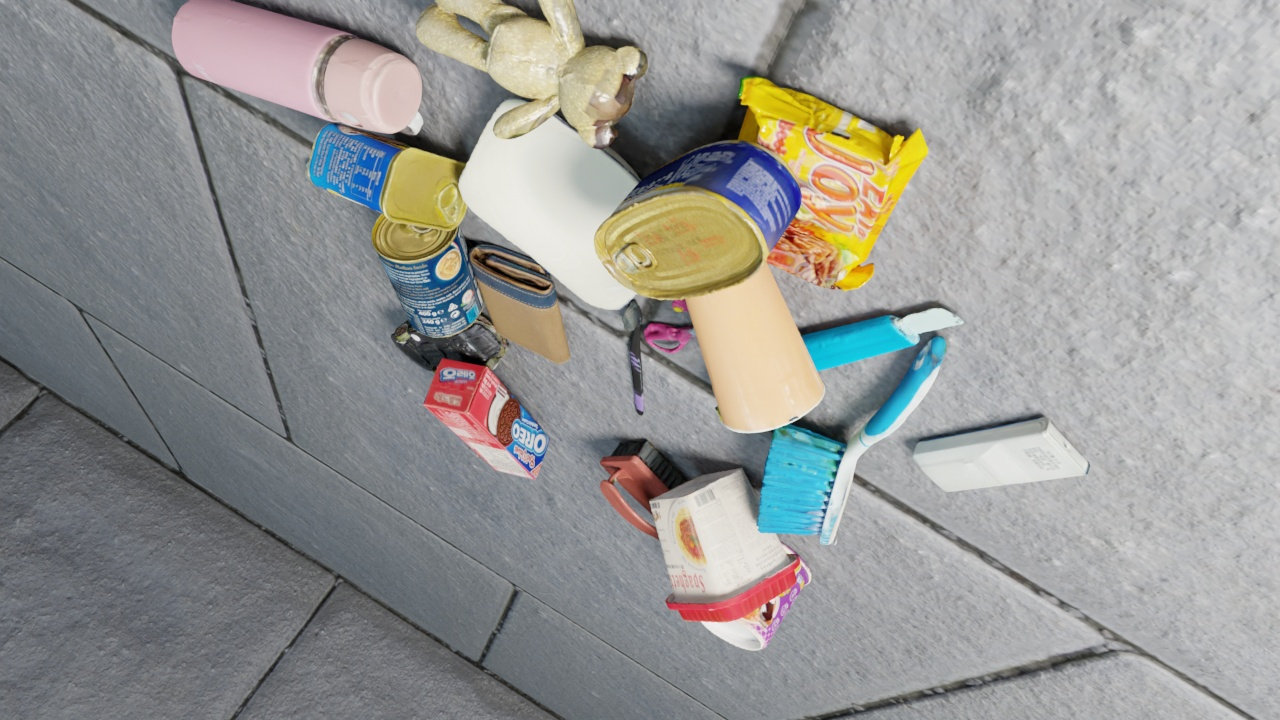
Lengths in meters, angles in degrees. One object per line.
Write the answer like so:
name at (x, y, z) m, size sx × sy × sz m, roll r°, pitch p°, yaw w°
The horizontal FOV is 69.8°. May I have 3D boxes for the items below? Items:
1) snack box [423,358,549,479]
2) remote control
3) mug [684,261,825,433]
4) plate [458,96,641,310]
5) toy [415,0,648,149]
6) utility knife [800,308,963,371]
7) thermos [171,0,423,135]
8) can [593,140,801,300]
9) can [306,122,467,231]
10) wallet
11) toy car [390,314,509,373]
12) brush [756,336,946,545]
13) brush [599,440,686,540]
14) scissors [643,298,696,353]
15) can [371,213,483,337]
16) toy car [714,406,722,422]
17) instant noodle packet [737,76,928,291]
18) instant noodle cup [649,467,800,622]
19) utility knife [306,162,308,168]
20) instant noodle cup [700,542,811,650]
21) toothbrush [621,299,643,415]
snack box at (-0.162, 0.069, 0.999) m, size 0.058 × 0.057 × 0.207 m, roll 10°, pitch 157°, yaw 19°
remote control at (0.258, 0.072, 0.670) m, size 0.049 × 0.024 × 0.125 m, roll 41°, pitch 149°, yaw -15°
mug at (0.074, -0.021, 0.646) m, size 0.078 × 0.078 × 0.123 m, roll -1°, pitch 119°, yaw 46°
plate at (-0.048, -0.117, 0.675) m, size 0.163 × 0.034 × 0.165 m, roll 39°, pitch 151°, yaw -10°
toy at (-0.072, -0.191, 0.571) m, size 0.157 × 0.066 × 0.105 m, roll 31°, pitch 109°, yaw 12°
utility knife at (0.149, -0.012, 0.655) m, size 0.034 × 0.018 × 0.183 m, roll 47°, pitch 148°, yaw -18°
thermos at (-0.256, -0.220, 0.702) m, size 0.199 × 0.067 × 0.087 m, roll 20°, pitch 170°, yaw 19°
can at (0.031, -0.082, 0.554) m, size 0.074 × 0.049 × 0.148 m, roll 46°, pitch 153°, yaw -19°
can at (-0.195, -0.145, 0.720) m, size 0.083 × 0.057 × 0.102 m, roll 24°, pitch -169°, yaw 21°
wallet at (-0.107, -0.050, 0.840) m, size 0.090 × 0.033 × 0.115 m, roll 25°, pitch 151°, yaw 20°
toy car at (-0.204, -0.020, 0.965) m, size 0.158 × 0.042 × 0.070 m, roll -5°, pitch 136°, yaw 42°
brush at (0.158, 0.068, 0.740) m, size 0.109 × 0.060 × 0.315 m, roll 18°, pitch 145°, yaw 16°
brush at (0.018, 0.154, 0.982) m, size 0.146 × 0.069 × 0.063 m, roll 47°, pitch 149°, yaw -23°
scissors at (0.045, -0.028, 0.739) m, size 0.134 × 0.017 × 0.133 m, roll -8°, pitch 135°, yaw 45°
can at (-0.189, -0.081, 0.828) m, size 0.075 × 0.075 × 0.111 m, roll 22°, pitch 150°, yaw 19°
toy car at (0.102, 0.037, 0.730) m, size 0.105 × 0.048 × 0.032 m, roll -20°, pitch 88°, yaw 61°
instant noodle packet at (0.100, -0.101, 0.545) m, size 0.111 × 0.044 × 0.129 m, roll 24°, pitch 149°, yaw 10°
instant noodle cup at (0.076, 0.179, 0.904) m, size 0.117 × 0.116 × 0.124 m, roll -20°, pitch 90°, yaw 56°
utility knife at (-0.240, -0.165, 0.820) m, size 0.184 × 0.019 × 0.031 m, roll 17°, pitch 142°, yaw 35°
instant noodle cup at (0.118, 0.254, 1.005) m, size 0.111 × 0.099 × 0.112 m, roll 23°, pitch 148°, yaw 15°
toothbrush at (-0.005, 0.005, 0.837) m, size 0.014 × 0.016 × 0.189 m, roll 29°, pitch 153°, yaw 19°
